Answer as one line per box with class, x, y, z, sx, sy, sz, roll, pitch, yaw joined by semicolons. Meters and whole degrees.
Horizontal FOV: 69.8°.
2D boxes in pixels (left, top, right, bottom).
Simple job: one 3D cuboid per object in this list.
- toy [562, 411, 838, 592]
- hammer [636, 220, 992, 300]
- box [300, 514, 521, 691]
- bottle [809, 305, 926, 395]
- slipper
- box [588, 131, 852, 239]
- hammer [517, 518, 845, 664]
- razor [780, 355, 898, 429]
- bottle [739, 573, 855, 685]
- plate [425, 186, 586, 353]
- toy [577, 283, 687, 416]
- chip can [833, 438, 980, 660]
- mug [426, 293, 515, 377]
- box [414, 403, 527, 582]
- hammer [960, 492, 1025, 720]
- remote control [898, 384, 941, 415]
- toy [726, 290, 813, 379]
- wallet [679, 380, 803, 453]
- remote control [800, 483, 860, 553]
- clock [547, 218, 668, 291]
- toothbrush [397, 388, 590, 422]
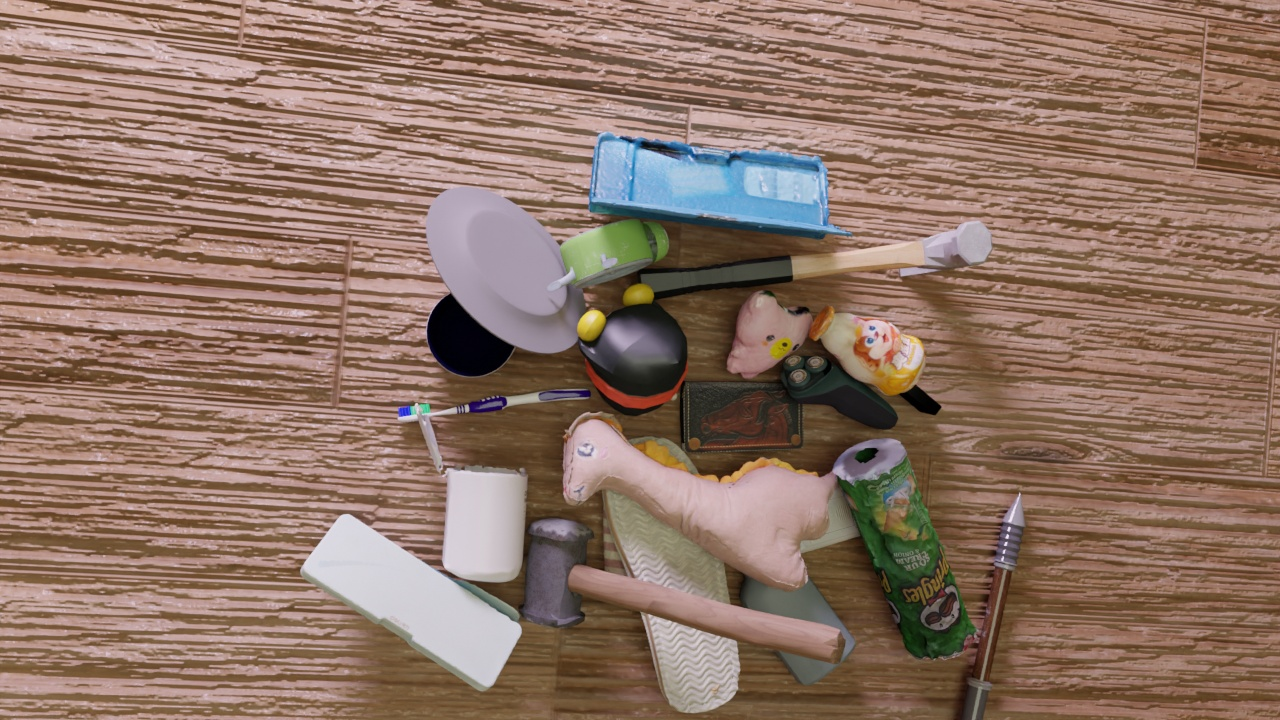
toy;0.059;0.110;0.874;0.264;0.065;0.195;33;56;2
hammer;0.161;-0.091;0.894;0.328;0.131;0.039;-6;91;1
box;-0.212;0.223;0.848;0.199;0.096;0.085;36;54;-7
bottle;0.217;-0.012;0.881;0.108;0.063;0.063;28;86;-7
slipper;0.024;0.205;0.891;0.115;0.052;0.262;-12;79;-18
box;0.067;-0.147;0.855;0.232;0.172;0.066;7;124;-4
hammer;0.021;0.211;0.798;0.052;0.329;0.098;7;89;-53
razor;0.202;0.036;0.915;0.142;0.047;0.052;27;123;-27
bottle;0.141;0.239;0.916;0.072;0.046;0.161;-36;95;-7
plate;-0.114;-0.086;0.827;0.012;0.177;0.178;-36;96;32
toy;-0.005;0.005;0.866;0.097;0.119;0.100;-34;63;-32
chip can;0.259;0.185;0.898;0.075;0.075;0.223;-28;106;-8
mug;-0.138;-0.026;0.849;0.112;0.097;0.078;-6;91;-8
box;-0.162;0.121;0.850;0.118;0.085;0.160;6;87;-11
hammer;0.361;0.298;0.955;0.156;0.043;0.322;15;86;-8
remote control;0.243;0.004;0.936;0.150;0.034;0.013;39;88;-7
toy;0.121;-0.023;0.902;0.102;0.050;0.093;21;106;-48
wallet;0.102;0.056;0.923;0.123;0.019;0.072;-1;90;-8
remote control;0.206;0.152;0.936;0.138;0.025;0.060;-14;92;-10
clock;-0.027;-0.099;0.853;0.095;0.119;0.042;-17;90;30
toothbrush;-0.141;0.041;0.890;0.186;0.015;0.016;-7;86;-9
